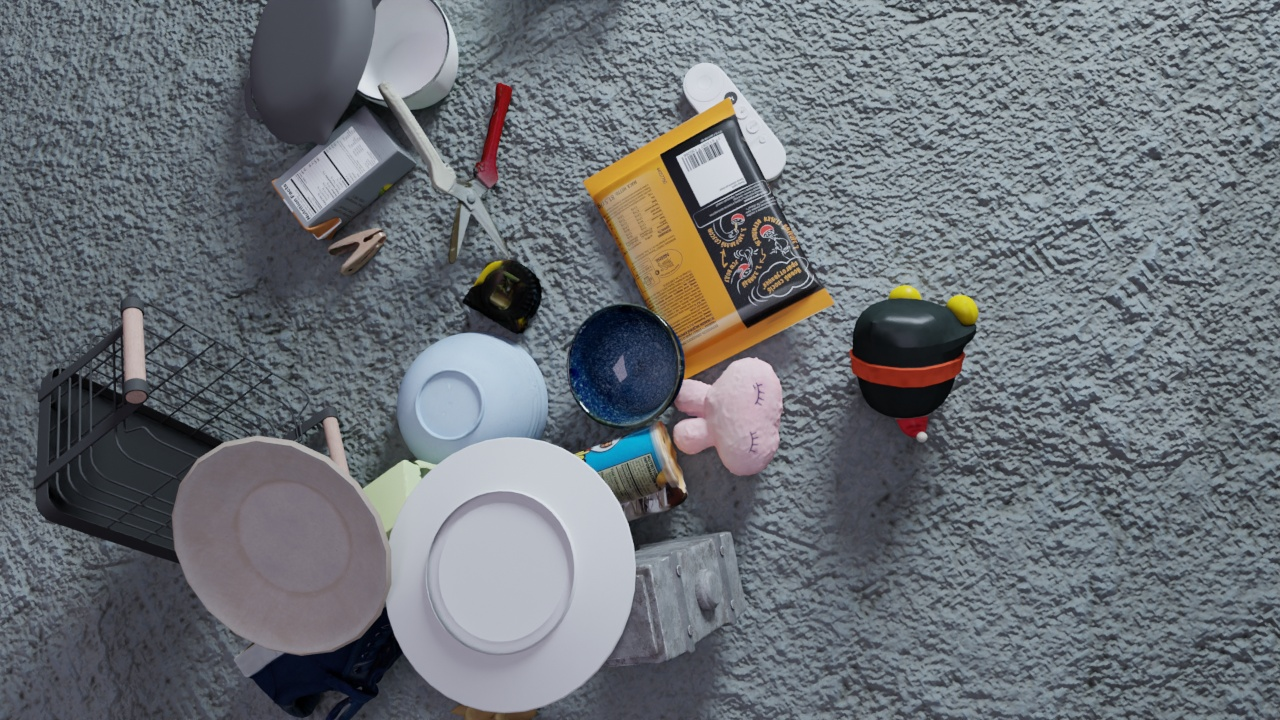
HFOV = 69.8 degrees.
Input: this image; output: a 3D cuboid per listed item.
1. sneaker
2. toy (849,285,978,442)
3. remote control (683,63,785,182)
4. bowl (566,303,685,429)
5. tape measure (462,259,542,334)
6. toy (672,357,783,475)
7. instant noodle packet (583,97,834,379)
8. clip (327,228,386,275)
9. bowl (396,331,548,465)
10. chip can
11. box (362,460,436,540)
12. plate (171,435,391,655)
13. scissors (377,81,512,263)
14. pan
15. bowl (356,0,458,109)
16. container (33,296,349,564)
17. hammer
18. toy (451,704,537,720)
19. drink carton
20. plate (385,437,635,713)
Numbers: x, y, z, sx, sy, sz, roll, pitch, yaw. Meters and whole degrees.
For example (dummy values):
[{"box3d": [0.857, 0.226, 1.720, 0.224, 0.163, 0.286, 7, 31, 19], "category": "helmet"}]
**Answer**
[{"box3d": [-0.248, 0.258, 0.829, 0.295, 0.120, 0.127, -36, 92, 30], "category": "sneaker"}, {"box3d": [0.233, 0.003, 0.806, 0.098, 0.099, 0.119, 19, 119, 51], "category": "toy"}, {"box3d": [0.090, -0.229, 0.884, 0.043, 0.013, 0.136, -37, 81, 5], "category": "remote control"}, {"box3d": [-0.005, 0.005, 0.853, 0.114, 0.060, 0.114, 0, 90, 25], "category": "bowl"}, {"box3d": [-0.129, -0.065, 0.895, 0.067, 0.038, 0.062, 32, 91, 11], "category": "tape measure"}, {"box3d": [0.079, 0.052, 0.848, 0.105, 0.053, 0.108, -2, 87, 23], "category": "toy"}, {"box3d": [0.060, -0.114, 0.868, 0.160, 0.032, 0.220, -27, 82, 13], "category": "instant noodle packet"}, {"box3d": [-0.291, -0.118, 0.934, 0.041, 0.024, 0.060, 44, 83, 8], "category": "clip"}, {"box3d": [-0.169, 0.043, 0.875, 0.151, 0.074, 0.150, -1, 85, 9], "category": "bowl"}, {"box3d": [-0.073, 0.131, 0.853, 0.230, 0.079, 0.080, -21, 83, 8], "category": "chip can"}, {"box3d": [-0.257, 0.155, 0.826, 0.188, 0.130, 0.064, -35, 91, 17], "category": "box"}, {"box3d": [-0.284, 0.147, 0.737, 0.189, 0.027, 0.189, 3, 106, 10], "category": "plate"}, {"box3d": [-0.180, -0.196, 0.882, 0.015, 0.179, 0.198, -4, 66, 49], "category": "scissors"}, {"box3d": [-0.285, -0.333, 0.874, 0.356, 0.024, 0.216, -23, 71, 31], "category": "pan"}, {"box3d": [-0.233, -0.302, 0.916, 0.116, 0.065, 0.116, -1, 85, 9], "category": "bowl"}, {"box3d": [-0.393, 0.072, 0.818, 0.130, 0.241, 0.162, -35, 51, 9], "category": "container"}, {"box3d": [-0.079, 0.223, 0.828, 0.327, 0.176, 0.079, -14, 83, 26], "category": "hammer"}, {"box3d": [-0.140, 0.368, 0.842, 0.106, 0.134, 0.108, -18, 54, 29], "category": "toy"}, {"box3d": [-0.299, -0.188, 0.926, 0.125, 0.048, 0.076, -39, 81, 5], "category": "drink carton"}, {"box3d": [-0.106, 0.162, 0.708, 0.209, 0.015, 0.208, -3, 77, 14], "category": "plate"}]
